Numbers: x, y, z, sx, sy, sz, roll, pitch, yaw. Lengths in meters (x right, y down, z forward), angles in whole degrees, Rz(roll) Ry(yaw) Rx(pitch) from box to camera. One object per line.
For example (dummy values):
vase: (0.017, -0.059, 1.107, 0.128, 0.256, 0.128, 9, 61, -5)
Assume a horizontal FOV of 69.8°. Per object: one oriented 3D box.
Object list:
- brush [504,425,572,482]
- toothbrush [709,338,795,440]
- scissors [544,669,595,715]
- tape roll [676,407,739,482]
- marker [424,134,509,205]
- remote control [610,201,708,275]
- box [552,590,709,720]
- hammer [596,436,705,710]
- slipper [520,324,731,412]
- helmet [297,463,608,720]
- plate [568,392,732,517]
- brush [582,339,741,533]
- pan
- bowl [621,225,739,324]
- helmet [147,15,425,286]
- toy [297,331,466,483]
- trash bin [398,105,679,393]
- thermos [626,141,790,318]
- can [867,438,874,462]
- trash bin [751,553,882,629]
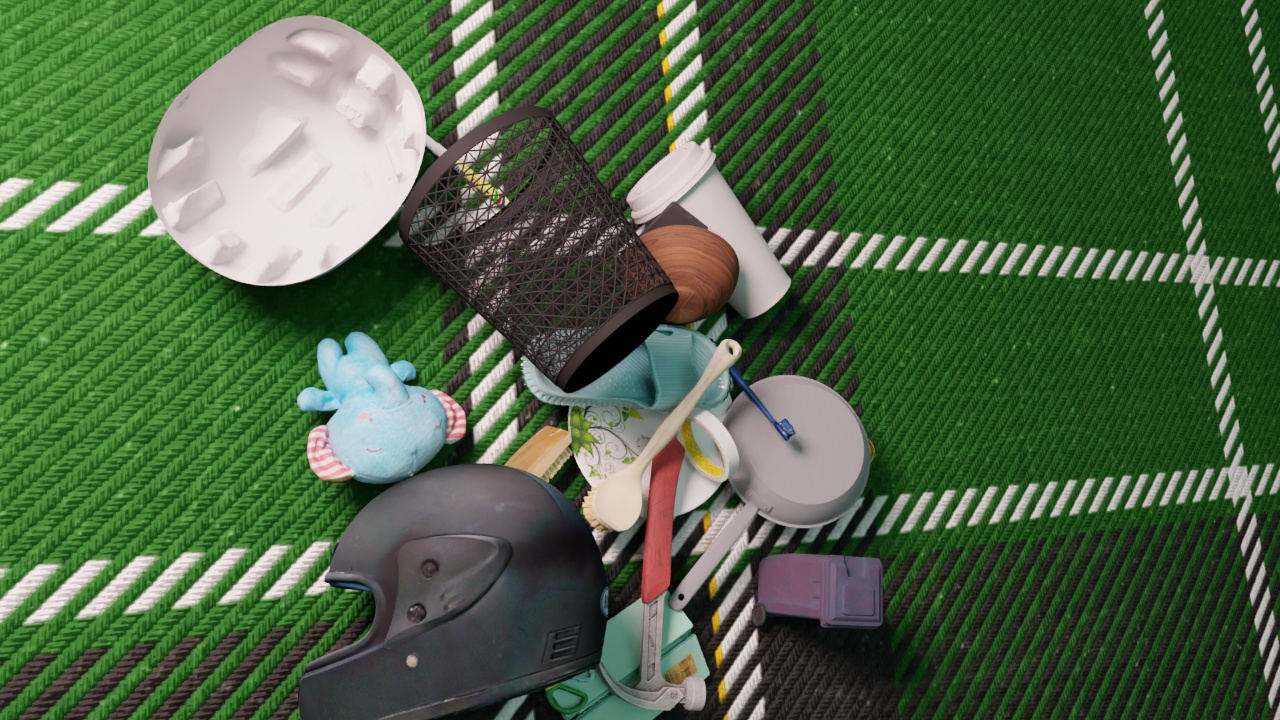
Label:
brush: (-0.127, 0.128, 1.066, 0.116, 0.049, 0.039, -48, 123, -26)
toothbrush: (0.136, 0.032, 1.156, 0.017, 0.016, 0.190, -32, 51, -7)
scissors: (-0.113, 0.344, 1.029, 0.130, 0.014, 0.071, 23, 57, 4)
tape roll: (0.080, 0.102, 1.102, 0.019, 0.094, 0.094, -31, 93, -27)
marker: (-0.215, -0.231, 1.115, 0.132, 0.014, 0.014, 38, 67, -13)
remote control: (0.022, -0.139, 1.141, 0.058, 0.134, 0.013, 36, 42, -16)
box: (-0.014, 0.366, 1.074, 0.186, 0.057, 0.138, -30, 87, -25)
hammer: (0.017, 0.240, 1.074, 0.126, 0.036, 0.315, 8, 72, -13)
slipper: (-0.007, 0.006, 1.099, 0.275, 0.070, 0.116, 1, 76, -23)
helmet: (-0.195, 0.230, 0.917, 0.316, 0.249, 0.235, -18, 76, -2)
plate: (0.013, 0.082, 1.147, 0.229, 0.030, 0.229, 5, 78, -23)
brush: (0.028, 0.087, 1.061, 0.062, 0.077, 0.272, 37, 90, -25)
pan: (0.152, 0.165, 1.138, 0.201, 0.051, 0.355, 40, 68, 5)
bowl: (0.049, -0.088, 1.124, 0.147, 0.148, 0.068, 20, 47, -20)
helmet: (-0.359, -0.201, 0.949, 0.224, 0.184, 0.281, 33, 61, -9)
toy: (-0.282, 0.043, 0.986, 0.183, 0.115, 0.180, -19, 76, -36)
trash bin: (-0.098, -0.108, 0.997, 0.216, 0.217, 0.243, -37, 80, -26)
thermos: (0.095, -0.161, 1.189, 0.222, 0.132, 0.131, 47, 65, -18)
can: (0.259, 0.109, 1.238, 0.100, 0.059, 0.053, 46, 65, -10)
trash bin: (0.218, 0.286, 1.127, 0.093, 0.161, 0.092, 9, 76, -23)
